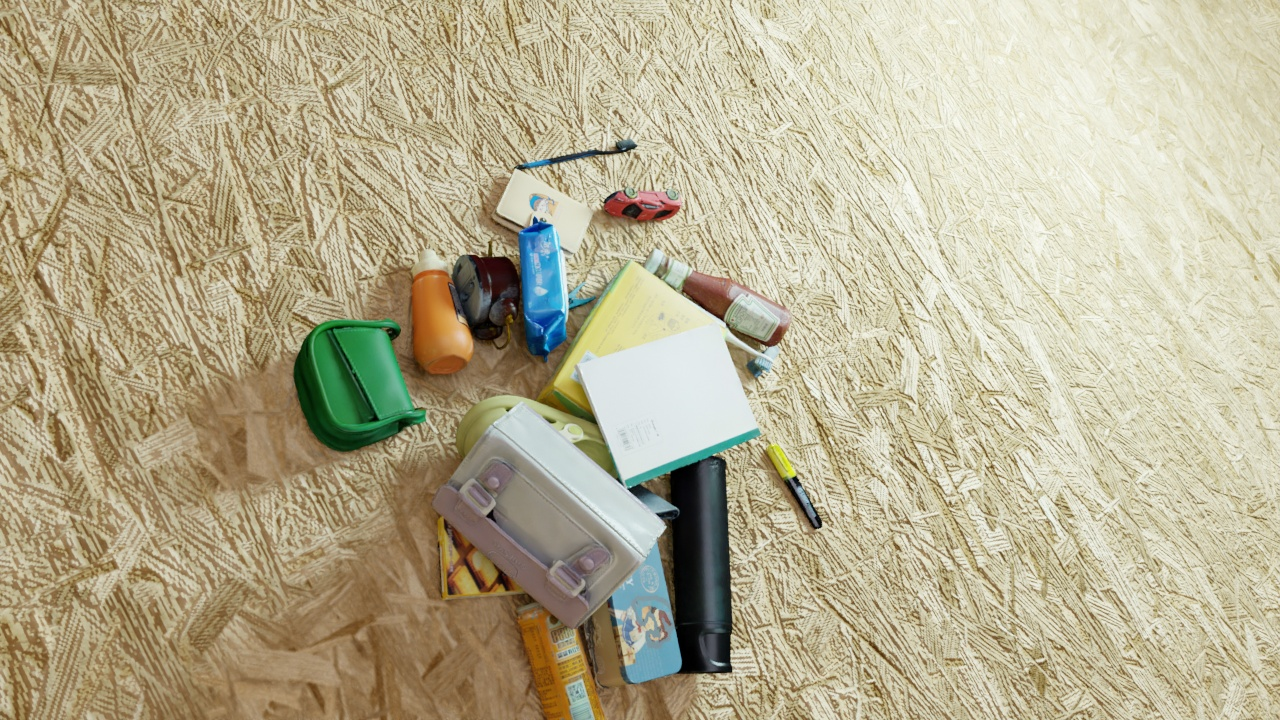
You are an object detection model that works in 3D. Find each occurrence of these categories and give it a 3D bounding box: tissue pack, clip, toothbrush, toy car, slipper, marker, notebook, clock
[{"bbox_3d":[-0.113,-0.081,1.078,0.052,0.095,0.157,-4,72,-6],"label":"tissue pack"},{"bbox_3d":[-0.082,-0.075,1.140,0.055,0.014,0.039,-35,87,-31],"label":"clip"},{"bbox_3d":[0.079,-0.052,1.188,0.221,0.027,0.026,32,72,-5],"label":"toothbrush"},{"bbox_3d":[0.002,-0.204,1.210,0.106,0.049,0.031,0,69,-27],"label":"toy car"},{"bbox_3d":[-0.105,0.099,0.999,0.190,0.081,0.092,14,105,-13],"label":"slipper"},{"bbox_3d":[0.200,0.162,1.181,0.018,0.015,0.124,-28,86,-28],"label":"marker"},{"bbox_3d":[0.168,-0.003,1.229,0.027,0.045,0.058,46,53,-1],"label":"clip"},{"bbox_3d":[0.037,0.047,1.062,0.208,0.012,0.150,-17,82,-35],"label":"notebook"},{"bbox_3d":[-0.084,-0.273,1.216,0.189,0.014,0.016,-18,78,-29],"label":"toothbrush"},{"bbox_3d":[-0.175,-0.070,1.055,0.055,0.082,0.122,-7,71,-34],"label":"clock"}]

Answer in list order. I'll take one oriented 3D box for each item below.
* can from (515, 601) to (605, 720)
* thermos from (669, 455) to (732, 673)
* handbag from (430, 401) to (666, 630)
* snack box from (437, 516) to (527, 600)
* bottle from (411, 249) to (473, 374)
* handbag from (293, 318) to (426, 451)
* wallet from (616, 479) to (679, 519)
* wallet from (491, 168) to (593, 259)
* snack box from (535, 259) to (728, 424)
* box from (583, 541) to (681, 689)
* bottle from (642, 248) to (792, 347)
[{"bbox_3d":[-0.083,0.322,0.959,0.058,0.058,0.146,-12,76,-29],"label":"can"},{"bbox_3d":[0.059,0.234,1.059,0.090,0.068,0.242,2,69,-4],"label":"thermos"},{"bbox_3d":[-0.098,0.160,0.915,0.197,0.145,0.098,40,31,4],"label":"handbag"},{"bbox_3d":[-0.145,0.208,0.989,0.140,0.034,0.086,3,69,-26],"label":"snack box"},{"bbox_3d":[-0.231,-0.060,1.040,0.066,0.067,0.149,-3,64,-26],"label":"bottle"},{"bbox_3d":[-0.297,0.024,0.974,0.120,0.068,0.131,-12,75,-36],"label":"handbag"},{"bbox_3d":[-0.032,0.160,1.023,0.120,0.097,0.019,-3,103,-31],"label":"wallet"},{"bbox_3d":[-0.123,-0.183,1.158,0.115,0.024,0.087,27,62,-15],"label":"wallet"},{"bbox_3d":[-0.007,0.006,1.111,0.157,0.070,0.209,35,59,-10],"label":"snack box"},{"bbox_3d":[-0.018,0.259,1.003,0.089,0.060,0.184,1,72,-46],"label":"box"},{"bbox_3d":[0.099,-0.086,1.206,0.206,0.060,0.059,27,61,-9],"label":"bottle"}]
